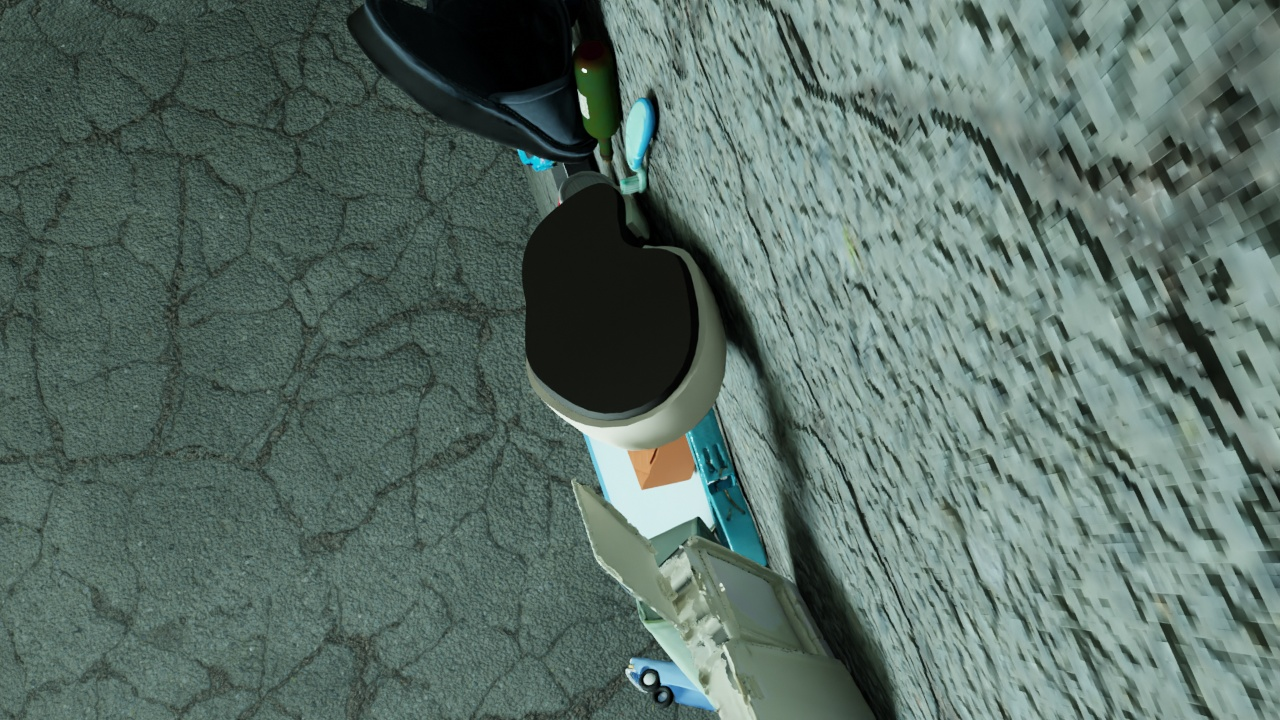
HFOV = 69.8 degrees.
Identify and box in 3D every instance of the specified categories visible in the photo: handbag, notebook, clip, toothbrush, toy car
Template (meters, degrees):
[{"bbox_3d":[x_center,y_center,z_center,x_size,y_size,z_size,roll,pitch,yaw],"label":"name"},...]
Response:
[{"bbox_3d":[0.051,0.191,0.687,0.122,0.067,0.106,56,-167,-27],"label":"handbag"},{"bbox_3d":[-0.001,0.079,0.852,0.182,0.009,0.253,-61,40,43],"label":"notebook"},{"bbox_3d":[0.056,0.090,0.665,0.120,0.030,0.130,71,179,-77],"label":"clip"},{"bbox_3d":[-0.042,-0.232,0.583,0.167,0.014,0.014,-135,21,-78],"label":"toothbrush"},{"bbox_3d":[-0.091,-0.187,0.790,0.105,0.032,0.048,-130,20,-78],"label":"toy car"},{"bbox_3d":[0.060,0.336,0.956,0.054,0.154,0.056,-67,-34,-35],"label":"toy car"},{"bbox_3d":[-0.004,0.005,0.756,0.109,0.060,0.171,104,151,-50],"label":"handbag"},{"bbox_3d":[-0.002,-0.122,0.540,0.135,0.017,0.022,105,149,-82],"label":"toothbrush"}]

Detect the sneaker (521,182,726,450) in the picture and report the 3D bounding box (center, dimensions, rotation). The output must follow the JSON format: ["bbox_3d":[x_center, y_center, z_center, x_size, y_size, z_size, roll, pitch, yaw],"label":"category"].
[{"bbox_3d":[-0.002,-0.011,0.574,0.116,0.112,0.293,49,-175,-27],"label":"sneaker"}]

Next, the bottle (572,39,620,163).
[{"bbox_3d":[-0.026,-0.164,0.599,0.106,0.025,0.025,82,169,-65],"label":"bottle"}]

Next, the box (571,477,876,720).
[{"bbox_3d":[0.041,0.137,0.450,0.184,0.044,0.143,30,-161,-33],"label":"box"}]

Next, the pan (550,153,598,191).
[{"bbox_3d":[-0.064,-0.187,0.883,0.357,0.034,0.225,85,165,-71],"label":"pan"}]

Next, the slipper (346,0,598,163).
[{"bbox_3d":[-0.073,-0.197,0.593,0.109,0.084,0.265,51,-161,8],"label":"slipper"}]

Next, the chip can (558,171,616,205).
[{"bbox_3d":[-0.053,-0.082,0.825,0.215,0.051,0.051,104,149,-61],"label":"chip can"}]

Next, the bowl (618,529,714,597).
[{"bbox_3d":[0.033,0.164,0.882,0.057,0.137,0.137,16,-140,-41],"label":"bowl"}]
